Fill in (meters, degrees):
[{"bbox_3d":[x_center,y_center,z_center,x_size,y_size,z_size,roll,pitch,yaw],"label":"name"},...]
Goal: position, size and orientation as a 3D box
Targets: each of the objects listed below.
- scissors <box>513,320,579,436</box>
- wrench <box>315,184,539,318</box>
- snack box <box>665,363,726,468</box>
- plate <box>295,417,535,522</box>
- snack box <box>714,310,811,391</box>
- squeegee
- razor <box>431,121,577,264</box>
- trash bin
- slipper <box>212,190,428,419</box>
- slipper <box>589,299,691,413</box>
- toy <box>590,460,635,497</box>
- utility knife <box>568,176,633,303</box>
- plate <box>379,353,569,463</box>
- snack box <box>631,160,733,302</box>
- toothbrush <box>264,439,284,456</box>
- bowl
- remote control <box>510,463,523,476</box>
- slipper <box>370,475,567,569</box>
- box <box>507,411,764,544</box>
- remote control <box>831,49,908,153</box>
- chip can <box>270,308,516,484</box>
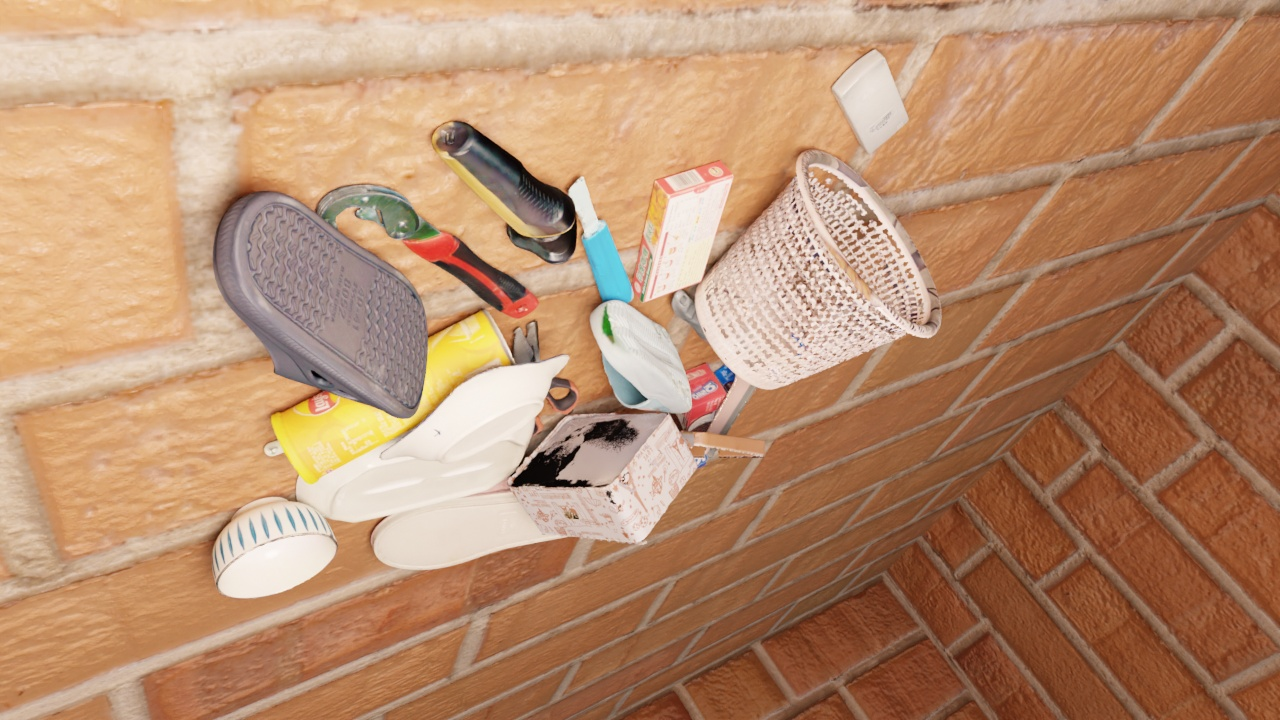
[{"bbox_3d":[-0.106,0.020,1.010,0.196,0.015,0.206,1,137,-48],"label":"scissors"},{"bbox_3d":[-0.162,-0.084,0.772,0.056,0.016,0.273,-37,153,13],"label":"wrench"},{"bbox_3d":[0.070,0.088,1.275,0.058,0.057,0.208,-22,151,-18],"label":"snack box"},{"bbox_3d":[-0.231,0.117,0.989,0.265,0.034,0.162,-9,146,-35],"label":"plate"},{"bbox_3d":[0.181,-0.007,1.277,0.157,0.026,0.084,-36,153,4],"label":"snack box"},{"bbox_3d":[0.088,-0.030,1.111,0.247,0.040,0.249,-57,143,-5],"label":"squeegee"},{"bbox_3d":[-0.106,-0.133,0.726,0.068,0.062,0.167,-10,156,24],"label":"razor"},{"bbox_3d":[0.174,-0.076,0.977,0.193,0.227,0.227,-37,156,33],"label":"trash bin"},{"bbox_3d":[-0.243,-0.037,0.690,0.083,0.110,0.268,2,159,15],"label":"slipper"},{"bbox_3d":[-0.006,0.006,1.001,0.074,0.104,0.245,-25,159,12],"label":"slipper"},{"bbox_3d":[-0.044,0.145,1.229,0.105,0.066,0.157,-24,159,-8],"label":"toy"},{"bbox_3d":[-0.038,-0.107,0.871,0.034,0.018,0.216,-30,155,-5],"label":"utility knife"},{"bbox_3d":[-0.146,0.054,0.863,0.165,0.034,0.163,-38,168,28],"label":"plate"},{"bbox_3d":[0.040,-0.126,0.920,0.076,0.027,0.156,-22,151,-24],"label":"snack box"},{"bbox_3d":[-0.265,0.055,0.883,0.189,0.020,0.029,-20,120,-24],"label":"toothbrush"},{"bbox_3d":[-0.369,0.179,0.914,0.116,0.066,0.117,-24,151,-14],"label":"bowl"},{"bbox_3d":[-0.172,0.168,1.168,0.137,0.024,0.053,-45,145,20],"label":"remote control"},{"bbox_3d":[-0.189,0.191,1.122,0.274,0.054,0.114,-9,128,-15],"label":"slipper"},{"bbox_3d":[-0.002,0.112,1.055,0.179,0.125,0.273,-5,-170,44],"label":"box"},{"bbox_3d":[0.233,-0.259,0.927,0.056,0.019,0.135,-41,153,13],"label":"remote control"},{"bbox_3d":[-0.220,0.031,0.834,0.213,0.072,0.072,-29,153,-11],"label":"chip can"}]
